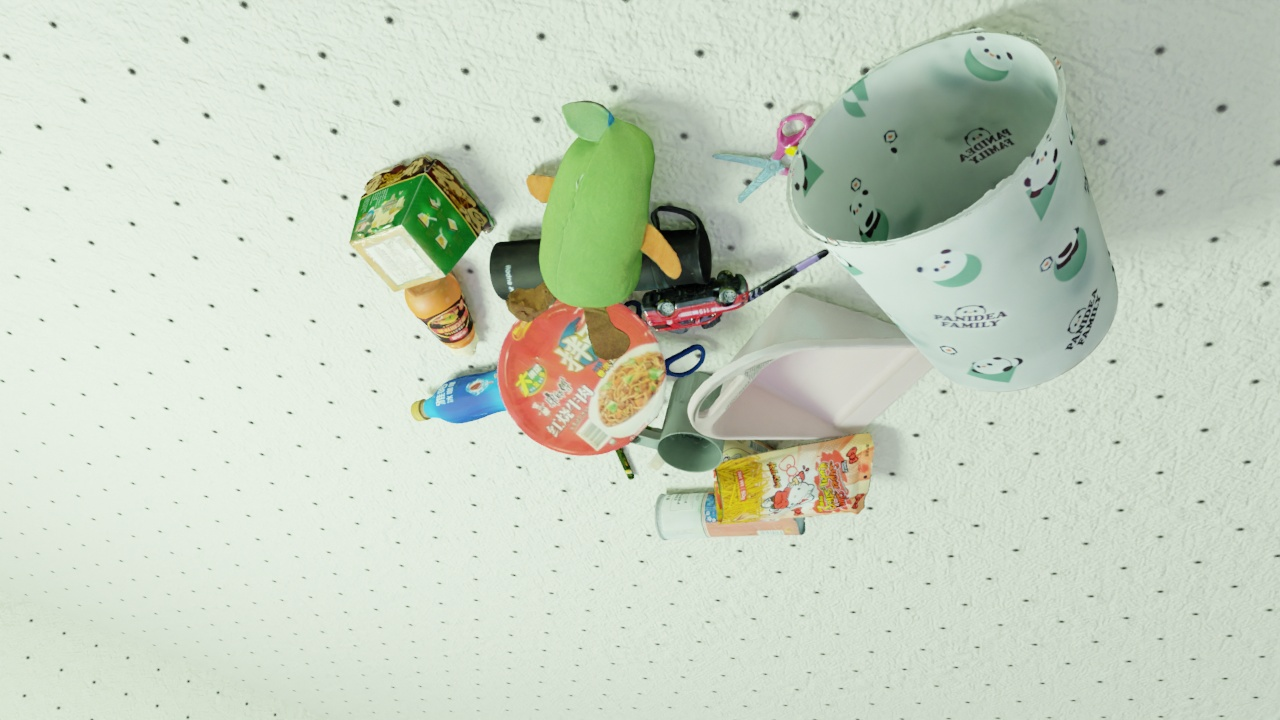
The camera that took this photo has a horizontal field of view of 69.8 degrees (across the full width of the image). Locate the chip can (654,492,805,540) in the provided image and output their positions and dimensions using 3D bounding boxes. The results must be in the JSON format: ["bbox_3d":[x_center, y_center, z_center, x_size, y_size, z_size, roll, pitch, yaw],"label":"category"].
[{"bbox_3d":[0.132,0.227,1.351,0.215,0.071,0.071,-6,136,23],"label":"chip can"}]

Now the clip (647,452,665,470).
[{"bbox_3d":[0.046,0.107,1.265,0.034,0.070,0.100,27,132,-16],"label":"clip"}]

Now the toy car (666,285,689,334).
[{"bbox_3d":[0.047,-0.068,1.067,0.043,0.034,0.091,16,138,3],"label":"toy car"}]

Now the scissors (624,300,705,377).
[{"bbox_3d":[-0.002,0.007,1.117,0.176,0.012,0.162,-16,106,-6],"label":"scissors"}]

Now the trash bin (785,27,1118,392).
[{"bbox_3d":[0.289,-0.113,0.807,0.230,0.229,0.252,-18,135,32],"label":"trash bin"}]

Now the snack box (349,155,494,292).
[{"bbox_3d":[-0.249,-0.142,1.013,0.118,0.105,0.117,-12,134,29],"label":"snack box"}]

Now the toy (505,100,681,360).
[{"bbox_3d":[-0.046,-0.131,0.930,0.227,0.089,0.247,31,116,27],"label":"toy"}]

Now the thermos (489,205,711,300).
[{"bbox_3d":[-0.046,-0.119,1.021,0.243,0.068,0.090,-3,105,17],"label":"thermos"}]

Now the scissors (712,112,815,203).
[{"bbox_3d":[0.141,-0.192,0.911,0.133,0.017,0.134,26,143,-16],"label":"scissors"}]

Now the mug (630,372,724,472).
[{"bbox_3d":[0.052,0.073,1.173,0.124,0.103,0.084,15,140,0],"label":"mug"}]

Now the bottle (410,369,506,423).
[{"bbox_3d":[-0.228,0.051,1.259,0.219,0.065,0.065,-14,132,29],"label":"bottle"}]

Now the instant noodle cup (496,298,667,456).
[{"bbox_3d":[-0.066,0.012,1.066,0.194,0.065,0.194,1,104,3],"label":"instant noodle cup"}]

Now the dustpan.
[{"bbox_3d":[0.196,0.043,1.069,0.273,0.138,0.223,22,139,-8],"label":"dustpan"}]

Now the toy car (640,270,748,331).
[{"bbox_3d":[0.062,-0.065,1.015,0.121,0.052,0.045,-12,121,11],"label":"toy car"}]

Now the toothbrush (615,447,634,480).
[{"bbox_3d":[-0.034,0.114,1.317,0.017,0.012,0.186,-10,135,11],"label":"toothbrush"}]

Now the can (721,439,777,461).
[{"bbox_3d":[0.136,0.128,1.246,0.116,0.058,0.059,27,138,-15],"label":"can"}]

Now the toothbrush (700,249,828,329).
[{"bbox_3d":[0.136,-0.078,1.042,0.014,0.016,0.190,38,133,-26],"label":"toothbrush"}]

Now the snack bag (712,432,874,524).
[{"bbox_3d":[0.199,0.162,1.200,0.208,0.073,0.129,-7,121,-3],"label":"snack bag"}]

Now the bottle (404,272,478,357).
[{"bbox_3d":[-0.241,-0.053,1.152,0.067,0.066,0.150,0,145,16],"label":"bottle"}]
